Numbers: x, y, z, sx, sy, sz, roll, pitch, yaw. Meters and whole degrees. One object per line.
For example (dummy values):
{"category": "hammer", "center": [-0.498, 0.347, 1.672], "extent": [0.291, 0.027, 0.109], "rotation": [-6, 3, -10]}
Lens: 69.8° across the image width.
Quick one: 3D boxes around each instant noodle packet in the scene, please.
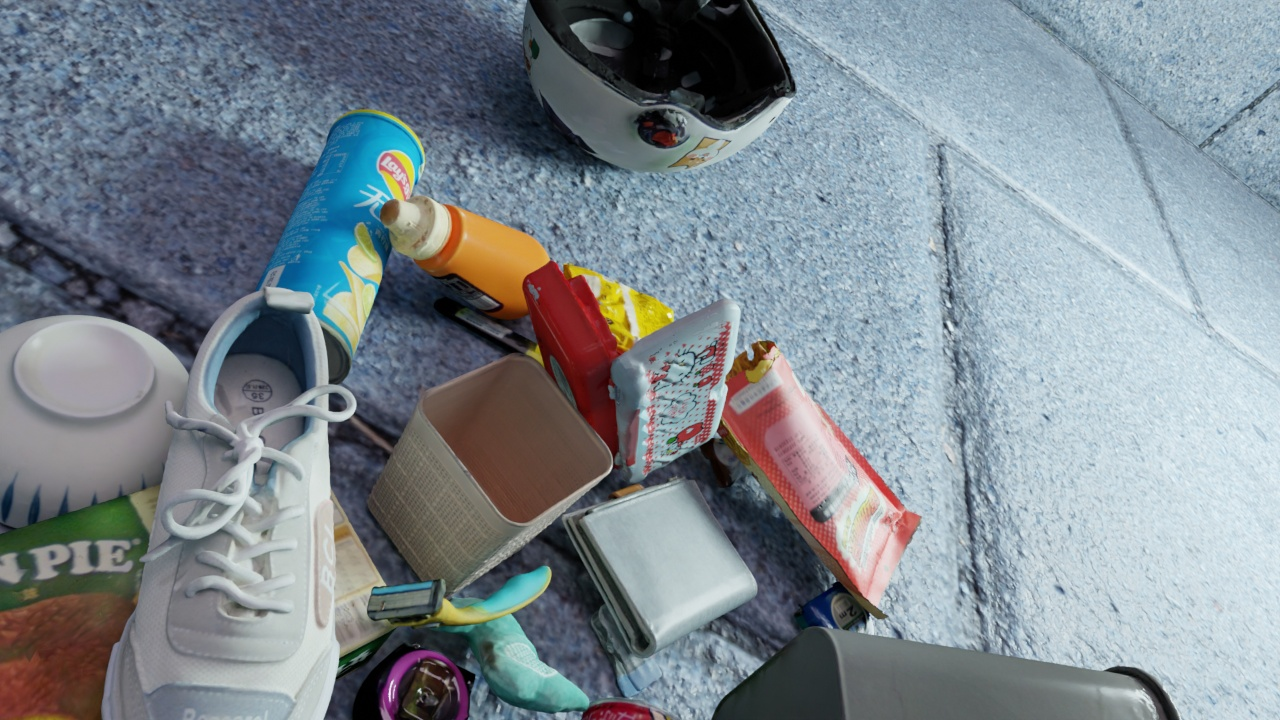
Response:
{"category": "instant noodle packet", "center": [-0.015, -0.024, 0.708], "extent": [0.110, 0.044, 0.128], "rotation": [26, 22, -19]}

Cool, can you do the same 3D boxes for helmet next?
{"category": "helmet", "center": [0.002, -0.269, 0.874], "extent": [0.273, 0.157, 0.229], "rotation": [-5, 60, -29]}

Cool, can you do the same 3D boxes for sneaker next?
{"category": "sneaker", "center": [-0.164, 0.070, 0.393], "extent": [0.089, 0.091, 0.241], "rotation": [13, 47, -29]}

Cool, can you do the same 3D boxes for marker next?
{"category": "marker", "center": [-0.097, -0.013, 0.679], "extent": [0.124, 0.015, 0.018], "rotation": [29, 41, -10]}

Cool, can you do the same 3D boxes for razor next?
{"category": "razor", "center": [-0.083, 0.124, 0.485], "extent": [0.132, 0.043, 0.028], "rotation": [14, 63, -64]}

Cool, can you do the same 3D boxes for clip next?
{"category": "clip", "center": [-0.010, 0.178, 0.571], "extent": [0.025, 0.037, 0.058], "rotation": [-14, 64, -42]}

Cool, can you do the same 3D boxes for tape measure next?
{"category": "tape measure", "center": [-0.116, 0.177, 0.472], "extent": [0.057, 0.039, 0.057], "rotation": [32, 41, -12]}
{"category": "tape measure", "center": [0.144, 0.194, 0.673], "extent": [0.058, 0.025, 0.054], "rotation": [-16, 67, -43]}

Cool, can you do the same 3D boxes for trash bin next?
{"category": "trash bin", "center": [0.165, 0.266, 0.511], "extent": [0.219, 0.199, 0.198], "rotation": [18, 43, -15]}

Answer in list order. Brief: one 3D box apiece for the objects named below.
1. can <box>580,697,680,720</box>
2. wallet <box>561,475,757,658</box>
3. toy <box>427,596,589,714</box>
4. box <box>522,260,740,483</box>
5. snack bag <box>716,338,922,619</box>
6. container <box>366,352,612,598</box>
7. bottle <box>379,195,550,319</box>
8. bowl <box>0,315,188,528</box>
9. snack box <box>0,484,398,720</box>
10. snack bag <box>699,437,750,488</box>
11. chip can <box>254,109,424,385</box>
{"category": "can", "center": [-0.012, 0.236, 0.481], "extent": [0.066, 0.067, 0.093], "rotation": [33, 41, -10]}
{"category": "wallet", "center": [0.013, 0.132, 0.614], "extent": [0.129, 0.037, 0.106], "rotation": [-7, 59, -54]}
{"category": "toy", "center": [-0.081, 0.156, 0.499], "extent": [0.096, 0.030, 0.092], "rotation": [34, 0, -43]}
{"category": "box", "center": [-0.004, 0.003, 0.582], "extent": [0.100, 0.201, 0.094], "rotation": [-27, 68, -11]}
{"category": "snack bag", "center": [0.135, 0.084, 0.704], "extent": [0.208, 0.073, 0.128], "rotation": [51, 38, -5]}
{"category": "container", "center": [-0.092, 0.070, 0.531], "extent": [0.090, 0.111, 0.089], "rotation": [50, 41, 10]}
{"category": "bottle", "center": [-0.123, -0.076, 0.637], "extent": [0.149, 0.067, 0.066], "rotation": [27, 35, -57]}
{"category": "bowl", "center": [-0.281, 0.022, 0.461], "extent": [0.116, 0.066, 0.116], "rotation": [21, 44, -22]}
{"category": "snack box", "center": [-0.237, 0.128, 0.404], "extent": [0.239, 0.063, 0.114], "rotation": [-20, 68, -46]}
{"category": "snack bag", "center": [0.090, 0.075, 0.736], "extent": [0.105, 0.026, 0.045], "rotation": [-7, 65, -39]}
{"category": "chip can", "center": [-0.200, -0.080, 0.612], "extent": [0.071, 0.071, 0.209], "rotation": [23, 44, -20]}
